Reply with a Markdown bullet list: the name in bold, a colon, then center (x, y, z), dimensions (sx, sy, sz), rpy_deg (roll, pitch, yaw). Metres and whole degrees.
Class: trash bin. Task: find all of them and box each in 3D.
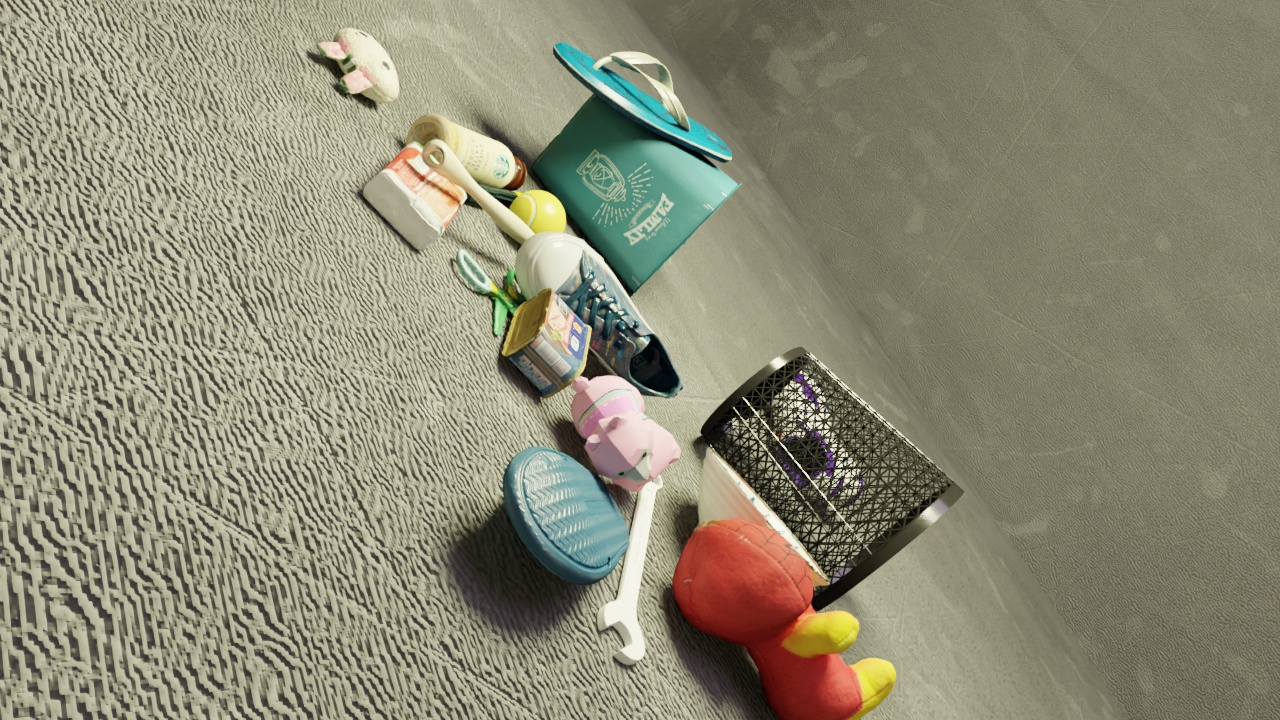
- **trash bin**: center (-0.010, -0.241, 1.253), dimensions (0.218, 0.197, 0.198), rpy_deg (44, 20, -3)
- **trash bin**: center (0.209, 0.128, 1.081), dimensions (0.243, 0.217, 0.216), rpy_deg (51, 19, 15)

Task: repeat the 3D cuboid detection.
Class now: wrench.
- **wrench**: center (-0.003, 0.165, 0.809), dimensions (0.047, 0.009, 0.272), rpy_deg (48, 20, -13)

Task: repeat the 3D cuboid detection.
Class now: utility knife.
- **utility knife**: center (-0.169, -0.179, 1.009), dimensions (0.020, 0.029, 0.202), rpy_deg (52, 20, 15)

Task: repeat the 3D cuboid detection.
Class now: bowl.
- **bowl**: center (0.103, 0.174, 0.913), dimensions (0.177, 0.071, 0.177), rpy_deg (47, 3, -4)

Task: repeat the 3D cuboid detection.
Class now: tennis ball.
- **tennis ball**: center (-0.117, -0.158, 1.030), dimensions (0.065, 0.065, 0.065), rpy_deg (44, 21, -22)

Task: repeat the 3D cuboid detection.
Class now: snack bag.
- **snack bag**: center (-0.209, -0.156, 0.862), dimensions (0.077, 0.036, 0.115), rpy_deg (46, 20, -19)

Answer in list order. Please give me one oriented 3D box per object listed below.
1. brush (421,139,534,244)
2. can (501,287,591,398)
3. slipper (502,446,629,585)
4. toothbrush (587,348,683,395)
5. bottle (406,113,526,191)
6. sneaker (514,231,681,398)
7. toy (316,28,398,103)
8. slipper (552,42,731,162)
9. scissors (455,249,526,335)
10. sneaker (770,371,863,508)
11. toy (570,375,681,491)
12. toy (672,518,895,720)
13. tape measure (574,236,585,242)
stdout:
- **brush**: center (-0.125, -0.130, 0.929), dimensions (0.272, 0.062, 0.077), rpy_deg (44, 13, -45)
- **can**: center (-0.087, -0.018, 0.860), dimensions (0.059, 0.054, 0.099), rpy_deg (48, 23, -24)
- **slipper**: center (-0.056, 0.124, 0.693), dimensions (0.103, 0.059, 0.213), rpy_deg (62, 7, 15)
- **toothbrush**: center (-0.006, 0.006, 1.066), dimensions (0.190, 0.017, 0.016), rpy_deg (29, 30, -49)
- **bottle**: center (-0.183, -0.221, 1.002), dimensions (0.056, 0.057, 0.162), rpy_deg (58, 20, 16)
- **sneaker**: center (-0.031, -0.042, 0.942), dimensions (0.079, 0.087, 0.235), rpy_deg (24, -19, 52)
- **toy**: center (-0.281, -0.302, 0.944), dimensions (0.087, 0.050, 0.112), rpy_deg (55, 25, 7)
- **slipper**: center (0.021, -0.335, 1.170), dimensions (0.294, 0.060, 0.118), rpy_deg (18, 35, -39)
- **scissors**: center (-0.137, -0.063, 0.899), dimensions (0.131, 0.011, 0.125), rpy_deg (46, 22, -26)
- **sneaker**: center (0.225, 0.102, 1.333), dimensions (0.111, 0.092, 0.244), rpy_deg (19, 37, -43)
- **toy**: center (-0.019, 0.064, 0.810), dimensions (0.123, 0.067, 0.157), rpy_deg (51, 2, 22)
- **toy**: center (0.115, 0.230, 0.804), dimensions (0.216, 0.148, 0.098), rpy_deg (50, 48, -11)
- **tape measure**: center (-0.072, -0.126, 1.142), dimensions (0.062, 0.020, 0.060), rpy_deg (55, 20, 6)
